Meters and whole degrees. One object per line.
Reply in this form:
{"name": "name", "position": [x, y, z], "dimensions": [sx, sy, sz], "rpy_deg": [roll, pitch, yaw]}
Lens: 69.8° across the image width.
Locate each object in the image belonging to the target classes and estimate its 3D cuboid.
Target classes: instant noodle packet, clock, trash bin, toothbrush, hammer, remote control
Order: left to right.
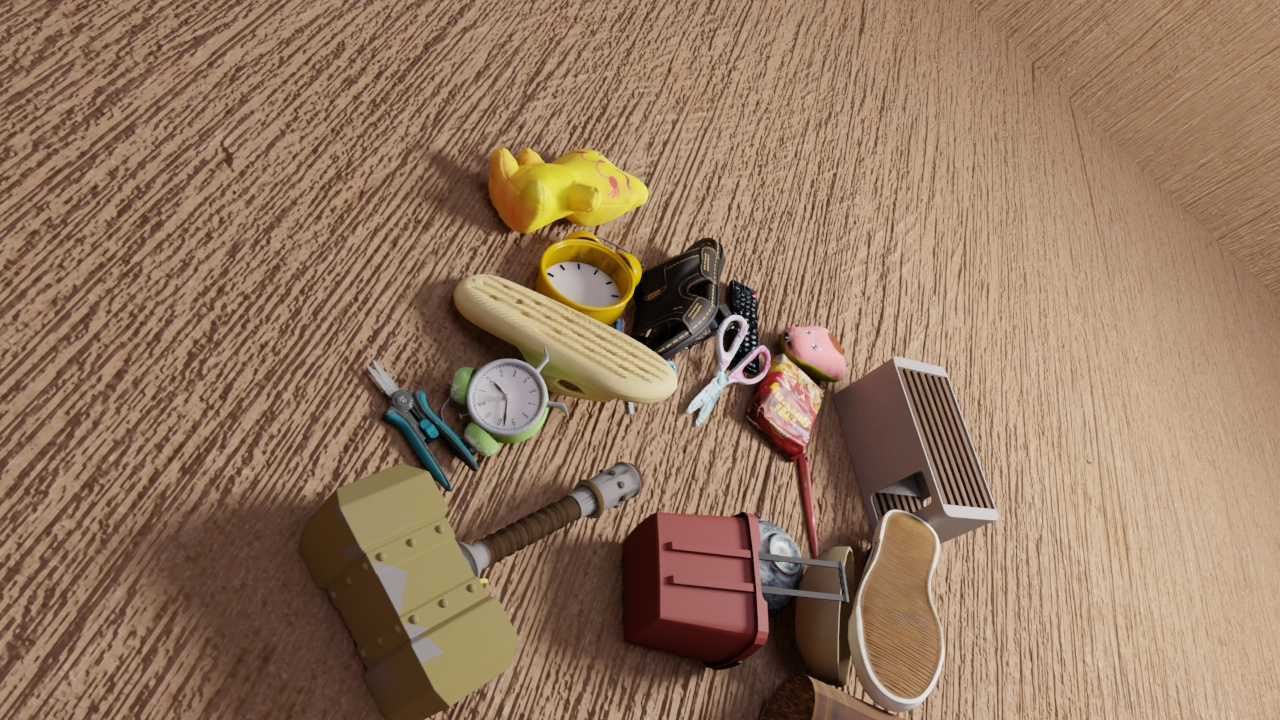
{"name": "clock", "position": [-0.140, 0.044, 0.922], "dimensions": [0.119, 0.043, 0.094], "rpy_deg": [-16, 73, -9]}
{"name": "hammer", "position": [-0.115, 0.161, 0.841], "dimensions": [0.323, 0.101, 0.190], "rpy_deg": [-21, 76, -46]}
{"name": "clock", "position": [-0.061, -0.098, 1.088], "dimensions": [0.113, 0.052, 0.151], "rpy_deg": [29, 46, 3]}
{"name": "remote control", "position": [0.138, -0.045, 1.251], "dimensions": [0.047, 0.022, 0.150], "rpy_deg": [26, 46, -23]}
{"name": "instant noodle packet", "position": [0.194, 0.059, 1.213], "dimensions": [0.098, 0.040, 0.135], "rpy_deg": [47, 42, -14]}
{"name": "toothbrush", "position": [0.217, 0.201, 1.149], "dimensions": [0.016, 0.017, 0.189], "rpy_deg": [19, 51, -29]}
{"name": "trash bin", "position": [0.372, 0.128, 1.255], "dimensions": [0.114, 0.115, 0.228], "rpy_deg": [10, 56, -35]}

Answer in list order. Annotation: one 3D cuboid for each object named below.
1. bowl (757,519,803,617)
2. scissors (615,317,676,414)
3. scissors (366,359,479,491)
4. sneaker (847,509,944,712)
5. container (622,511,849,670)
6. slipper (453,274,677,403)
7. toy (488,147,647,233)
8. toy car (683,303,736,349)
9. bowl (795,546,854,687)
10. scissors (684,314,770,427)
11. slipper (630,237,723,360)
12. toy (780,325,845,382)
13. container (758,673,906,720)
{"name": "bowl", "position": [0.145, 0.227, 1.040], "dimensions": [0.114, 0.061, 0.114], "rpy_deg": [21, 49, -27]}
{"name": "scissors", "position": [-0.005, 0.007, 1.106], "dimensions": [0.133, 0.015, 0.135], "rpy_deg": [11, 61, -32]}
{"name": "scissors", "position": [-0.210, 0.061, 0.890], "dimensions": [0.142, 0.019, 0.127], "rpy_deg": [15, 58, -23]}
{"name": "sneaker", "position": [0.287, 0.307, 1.065], "dimensions": [0.121, 0.127, 0.293], "rpy_deg": [25, 31, 5]}
{"name": "container", "position": [0.091, 0.234, 0.942], "dimensions": [0.200, 0.127, 0.147], "rpy_deg": [13, 54, -21]}
{"name": "slipper", "position": [-0.090, -0.006, 0.991], "dimensions": [0.261, 0.079, 0.111], "rpy_deg": [28, 25, 4]}
{"name": "toy", "position": [-0.090, -0.203, 1.121], "dimensions": [0.134, 0.088, 0.193], "rpy_deg": [35, 34, 28]}
{"name": "toy car", "position": [0.084, -0.047, 1.186], "dimensions": [0.092, 0.037, 0.040], "rpy_deg": [-22, 78, -33]}
{"name": "bowl", "position": [0.205, 0.282, 1.022], "dimensions": [0.152, 0.050, 0.152], "rpy_deg": [2, 90, -71]}
{"name": "scissors", "position": [0.097, 0.010, 1.158], "dimensions": [0.178, 0.016, 0.103], "rpy_deg": [-39, 103, -35]}
{"name": "slipper", "position": [0.040, -0.085, 1.129], "dimensions": [0.076, 0.113, 0.267], "rpy_deg": [49, 36, -20]}
{"name": "toy", "position": [0.241, -0.012, 1.289], "dimensions": [0.109, 0.051, 0.090], "rpy_deg": [9, 55, -34]}
{"name": "container", "position": [0.213, 0.404, 0.934], "dimensions": [0.167, 0.133, 0.131], "rpy_deg": [32, 46, -10]}
